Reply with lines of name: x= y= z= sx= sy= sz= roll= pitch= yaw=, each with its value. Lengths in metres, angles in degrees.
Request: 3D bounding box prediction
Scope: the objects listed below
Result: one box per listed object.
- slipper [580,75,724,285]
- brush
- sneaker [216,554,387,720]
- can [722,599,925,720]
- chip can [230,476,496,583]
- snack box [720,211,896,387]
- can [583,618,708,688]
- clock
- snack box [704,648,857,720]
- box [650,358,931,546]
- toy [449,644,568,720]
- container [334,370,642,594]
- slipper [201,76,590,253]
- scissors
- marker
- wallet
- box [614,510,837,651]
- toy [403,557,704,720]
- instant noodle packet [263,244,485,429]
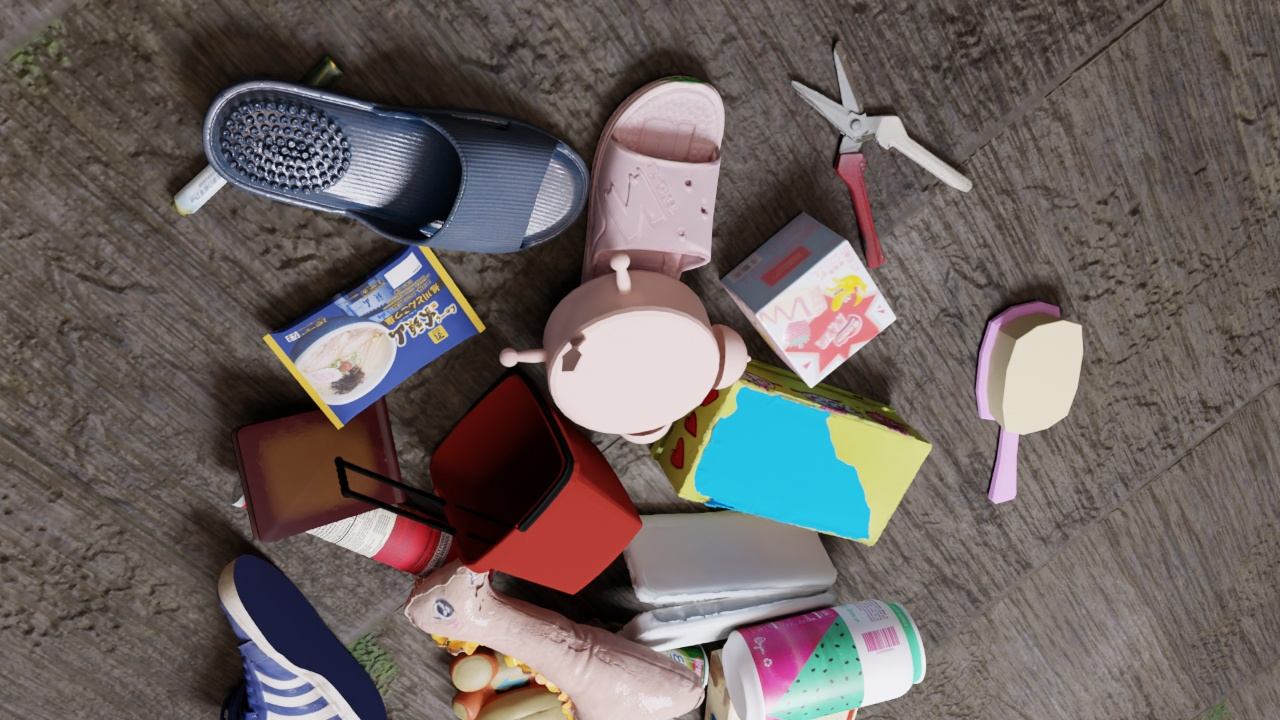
slipper: x=0.006 y=-0.094 z=0.700 sx=0.094 sy=0.064 sz=0.240 roll=5 pitch=115 yaw=-21
brush: x=0.380 y=0.054 z=0.912 sx=0.089 sy=0.043 sz=0.229 roll=-12 pitch=118 yaw=-13
sneaker: x=-0.320 y=0.265 z=0.758 sx=0.118 sy=0.091 sz=0.233 roll=-26 pitch=129 yaw=-2
can: x=0.163 y=0.272 z=0.826 sx=0.165 sy=0.088 sz=0.088 roll=-10 pitch=118 yaw=-11
chip can: x=-0.216 y=0.134 z=0.745 sx=0.214 sy=0.051 sz=0.052 roll=32 pitch=102 yaw=-29
snack box: x=0.138 y=-0.050 z=0.757 sx=0.093 sy=0.079 sz=0.095 roll=-39 pitch=122 yaw=3
can: x=0.000 y=0.295 z=0.889 sx=0.121 sy=0.067 sz=0.067 roll=21 pitch=107 yaw=-26
clock: x=-0.004 y=0.004 z=0.698 sx=0.131 sy=0.086 sz=0.160 roll=-39 pitch=137 yaw=23
snack box: x=0.147 y=0.356 z=0.950 sx=0.153 sy=0.055 sz=0.208 roll=-11 pitch=133 yaw=-13
box: x=0.134 y=0.078 z=0.823 sx=0.220 sy=0.083 sz=0.124 roll=16 pitch=108 yaw=-22
toy: x=-0.115 y=0.319 z=0.855 sx=0.112 sy=0.096 sz=0.176 roll=-15 pitch=130 yaw=-11
container: x=-0.109 y=0.085 z=0.702 sx=0.127 sy=0.148 sz=0.200 roll=-46 pitch=130 yaw=8
slipper: x=-0.150 y=-0.119 z=0.617 sx=0.263 sy=0.082 sz=0.101 roll=7 pitch=117 yaw=-29
scissors: x=0.200 y=-0.165 z=0.759 sx=0.179 sy=0.015 sz=0.197 roll=-5 pitch=116 yaw=-15
marker: x=-0.255 y=-0.149 z=0.611 sx=0.146 sy=0.017 sz=0.017 roll=-41 pitch=121 yaw=5
wallet: x=-0.239 y=0.078 z=0.691 sx=0.115 sy=0.018 sz=0.091 roll=-14 pitch=95 yaw=-38
box: x=0.074 y=0.218 z=0.860 sx=0.211 sy=0.129 sz=0.106 roll=3 pitch=136 yaw=-21
toy: x=-0.082 y=0.268 z=0.775 sx=0.264 sy=0.065 sz=0.196 roll=22 pitch=114 yaw=-10
instant noodle packet: x=-0.195 y=-0.021 z=0.683 sx=0.134 sy=0.026 sz=0.087 roll=-35 pitch=112 yaw=-6
